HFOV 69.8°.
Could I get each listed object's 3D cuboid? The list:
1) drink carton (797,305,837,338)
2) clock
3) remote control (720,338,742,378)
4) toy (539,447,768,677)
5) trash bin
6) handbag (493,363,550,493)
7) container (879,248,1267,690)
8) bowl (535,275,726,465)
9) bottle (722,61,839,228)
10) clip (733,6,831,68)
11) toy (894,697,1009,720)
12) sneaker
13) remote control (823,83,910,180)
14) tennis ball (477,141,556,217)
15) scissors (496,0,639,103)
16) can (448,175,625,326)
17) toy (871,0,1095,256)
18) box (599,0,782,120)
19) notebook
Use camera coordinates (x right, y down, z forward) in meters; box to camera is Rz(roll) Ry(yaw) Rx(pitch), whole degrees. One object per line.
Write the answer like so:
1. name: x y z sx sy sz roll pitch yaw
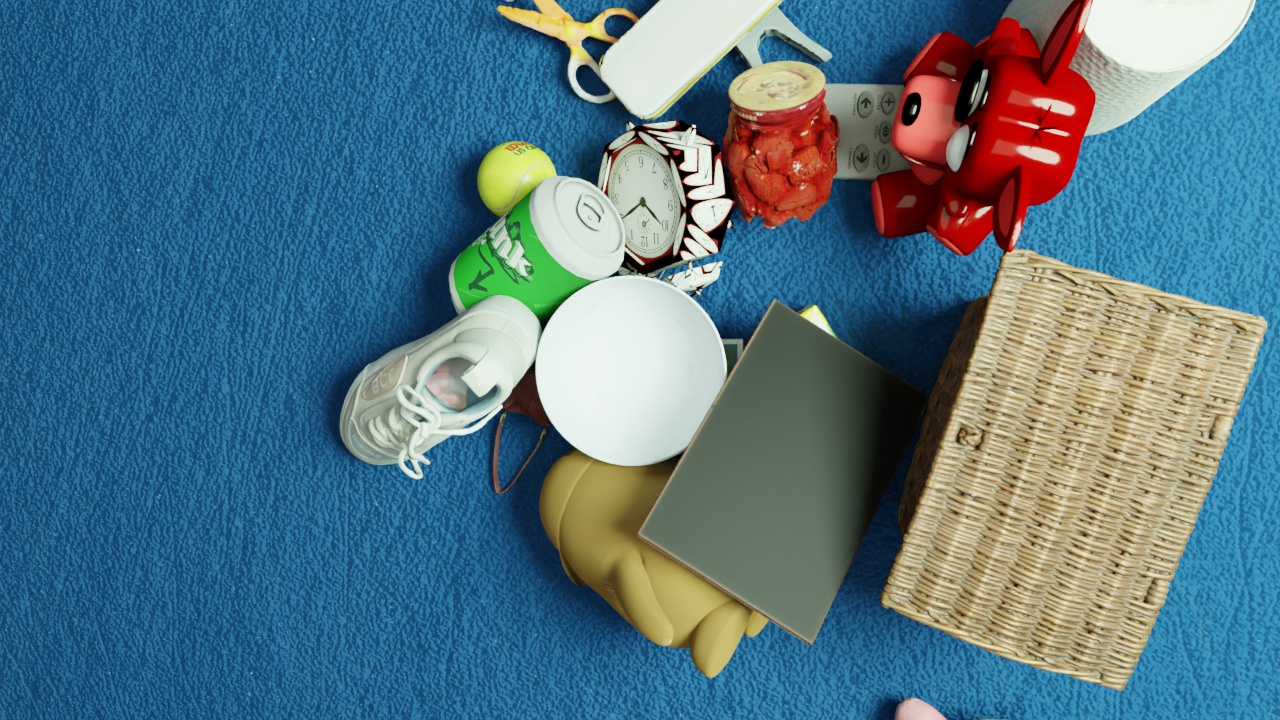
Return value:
1. drink carton: 0.158 0.021 0.735 0.043 0.058 0.134 -32 90 6
2. clock: 0.024 -0.110 0.729 0.115 0.064 0.155 20 120 48
3. remote control: 0.016 0.007 0.774 0.143 0.024 0.049 0 96 11
4. toy: 0.006 0.145 0.734 0.203 0.198 0.163 27 114 25
5. trash bin: 0.329 -0.234 0.632 0.133 0.161 0.133 1 95 9
6. handbag: -0.105 0.062 0.801 0.055 0.029 0.120 22 103 5
7. container: 0.281 0.065 0.656 0.162 0.183 0.250 18 97 8
8. bowl: -0.004 0.004 0.723 0.144 0.074 0.144 1 97 6
9. bottle: 0.104 -0.164 0.699 0.099 0.098 0.111 -7 133 10
10. clip: 0.061 -0.270 0.742 0.127 0.028 0.167 -36 88 12
11. toy: 0.262 0.363 0.739 0.237 0.096 0.192 -32 92 24
12. sneaker: -0.180 0.037 0.735 0.243 0.090 0.089 -31 112 35
13. remote control: 0.201 -0.181 0.730 0.151 0.019 0.074 4 96 9
14. tennis ball: -0.102 -0.148 0.759 0.065 0.065 0.065 1 95 9
15. scissors: -0.062 -0.260 0.751 0.133 0.012 0.097 13 103 -12
16. can: -0.084 -0.078 0.730 0.140 0.087 0.088 -32 89 37
17. toy: 0.229 -0.152 0.620 0.120 0.197 0.158 17 99 -1
18. box: 0.060 -0.276 0.713 0.210 0.033 0.064 -41 88 12
19. notebook: 0.109 0.074 0.663 0.141 0.008 0.208 32 69 0
